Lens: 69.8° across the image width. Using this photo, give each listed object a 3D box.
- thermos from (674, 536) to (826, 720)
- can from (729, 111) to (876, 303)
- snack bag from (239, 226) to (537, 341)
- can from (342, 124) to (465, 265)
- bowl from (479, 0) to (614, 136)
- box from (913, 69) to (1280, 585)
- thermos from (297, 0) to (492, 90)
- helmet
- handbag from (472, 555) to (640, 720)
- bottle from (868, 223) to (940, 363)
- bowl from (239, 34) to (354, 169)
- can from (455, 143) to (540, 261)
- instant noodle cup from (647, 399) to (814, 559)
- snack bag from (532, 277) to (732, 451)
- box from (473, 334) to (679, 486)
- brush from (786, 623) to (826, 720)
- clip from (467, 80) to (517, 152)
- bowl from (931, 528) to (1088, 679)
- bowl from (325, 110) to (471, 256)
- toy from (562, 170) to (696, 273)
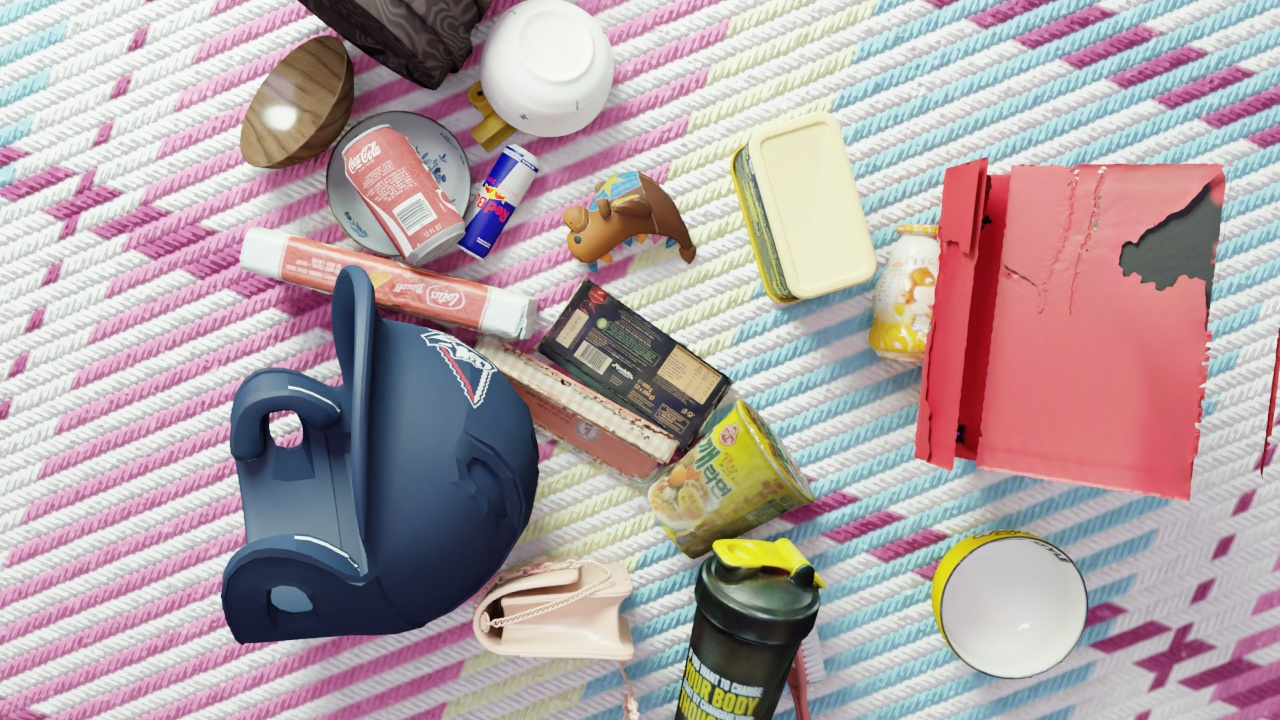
[{"bbox_3d":[0.077,0.244,0.727,0.098,0.098,0.221,11,109,-1],"label":"thermos"},{"bbox_3d":[0.124,-0.114,0.708,0.075,0.104,0.135,-17,94,1],"label":"can"},{"bbox_3d":[-0.193,-0.060,0.727,0.225,0.077,0.041,13,93,-1],"label":"snack bag"},{"bbox_3d":[-0.178,-0.124,0.688,0.054,0.054,0.096,-34,94,2],"label":"can"},{"bbox_3d":[-0.070,-0.232,0.711,0.105,0.054,0.104,3,78,-14],"label":"bowl"},{"bbox_3d":[0.242,-0.025,0.568,0.107,0.409,0.211,6,93,8],"label":"box"},{"bbox_3d":[-0.152,-0.341,0.668,0.172,0.173,0.226,34,87,-2],"label":"thermos"},{"bbox_3d":[-0.183,0.065,0.658,0.222,0.232,0.273,-8,123,-17],"label":"helmet"},{"bbox_3d":[-0.062,0.243,0.688,0.116,0.199,0.187,-3,84,-4],"label":"handbag"},{"bbox_3d":[0.217,-0.053,0.733,0.063,0.063,0.109,3,94,0],"label":"bottle"},{"bbox_3d":[-0.262,-0.196,0.722,0.119,0.032,0.119,-15,60,28],"label":"bowl"},{"bbox_3d":[-0.117,-0.128,0.744,0.032,0.032,0.095,32,94,-2],"label":"can"},{"bbox_3d":[0.068,0.100,0.737,0.108,0.102,0.102,-37,93,11],"label":"instant noodle cup"},{"bbox_3d":[-0.004,0.004,0.761,0.155,0.018,0.074,35,96,-3],"label":"snack bag"},{"bbox_3d":[-0.060,0.041,0.747,0.187,0.054,0.079,29,127,0],"label":"box"},{"bbox_3d":[0.140,0.272,0.773,0.030,0.041,0.172,-13,95,-16],"label":"brush"},{"bbox_3d":[-0.119,-0.202,0.741,0.054,0.045,0.048,-37,118,4],"label":"clip"},{"bbox_3d":[0.292,0.191,0.749,0.117,0.067,0.117,0,95,0],"label":"bowl"},{"bbox_3d":[-0.189,-0.139,0.738,0.114,0.045,0.114,0,94,0],"label":"bowl"},{"bbox_3d":[-0.008,-0.101,0.747,0.090,0.070,0.103,-37,116,15],"label":"toy"}]
